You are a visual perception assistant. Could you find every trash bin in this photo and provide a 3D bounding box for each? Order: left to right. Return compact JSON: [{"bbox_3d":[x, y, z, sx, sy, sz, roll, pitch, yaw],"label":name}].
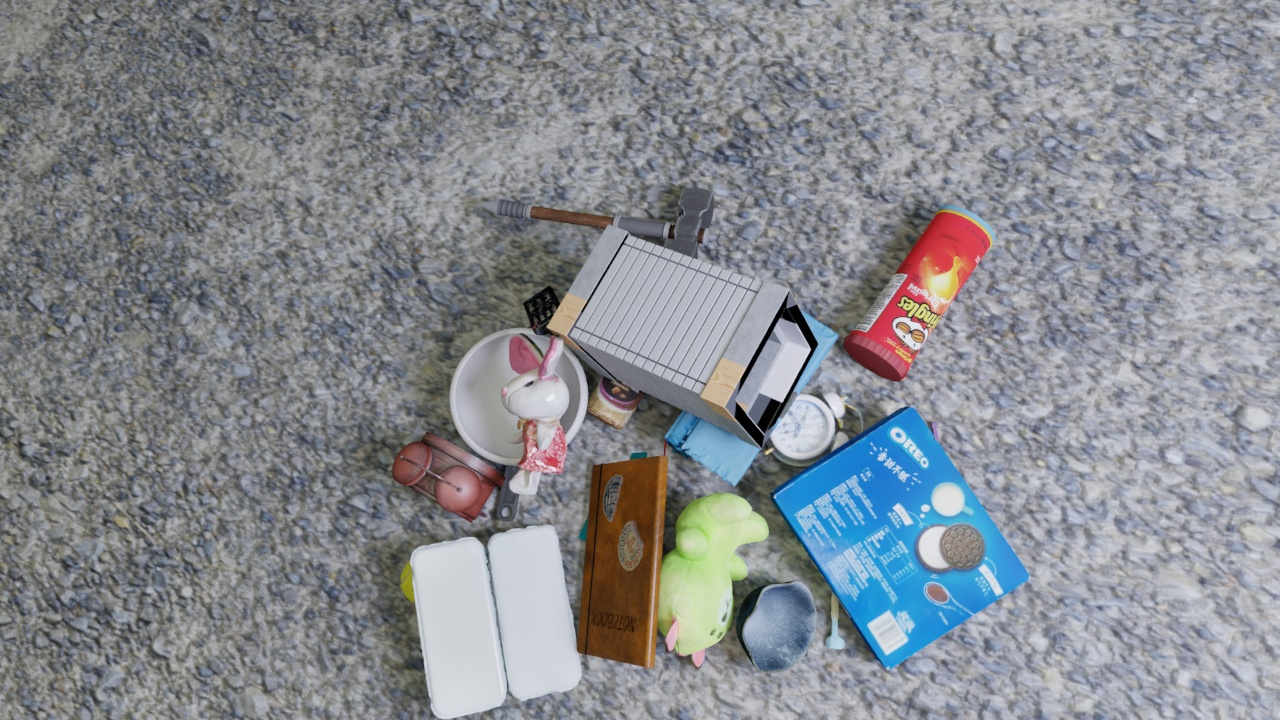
[{"bbox_3d":[0.049,-0.029,1.061,0.247,0.142,0.142,24,79,31],"label":"trash bin"}]

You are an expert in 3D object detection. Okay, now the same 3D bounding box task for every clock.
[{"bbox_3d":[-0.242,0.146,1.150,0.120,0.158,0.072,26,76,15],"label":"clock"},{"bbox_3d":[0.213,0.084,1.138,0.125,0.052,0.088,-7,73,6],"label":"clock"}]

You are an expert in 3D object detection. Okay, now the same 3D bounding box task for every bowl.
[{"bbox_3d":[-0.153,0.050,1.186,0.176,0.066,0.176,-1,79,4],"label":"bowl"},{"bbox_3d":[0.151,0.307,1.078,0.055,0.110,0.110,5,71,57],"label":"bowl"}]

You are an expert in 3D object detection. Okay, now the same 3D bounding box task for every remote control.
[{"bbox_3d":[-0.124,-0.064,1.202,0.047,0.150,0.022,-34,110,0],"label":"remote control"}]

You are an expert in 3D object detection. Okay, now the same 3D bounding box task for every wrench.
[{"bbox_3d":[-0.153,0.079,1.224,0.073,0.018,0.273,8,79,10],"label":"wrench"}]

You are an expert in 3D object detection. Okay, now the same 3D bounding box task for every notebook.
[{"bbox_3d":[-0.026,0.229,1.103,0.014,0.179,0.249,12,74,-30],"label":"notebook"}]

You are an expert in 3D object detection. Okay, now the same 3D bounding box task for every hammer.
[{"bbox_3d":[-0.068,-0.188,1.233,0.322,0.043,0.155,10,55,12],"label":"hammer"}]

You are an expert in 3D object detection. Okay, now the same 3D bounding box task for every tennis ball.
[{"bbox_3d":[-0.272,0.279,1.168,0.065,0.065,0.065,-3,75,10],"label":"tennis ball"}]

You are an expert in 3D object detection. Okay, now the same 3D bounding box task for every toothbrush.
[{"bbox_3d":[0.234,0.266,1.104,0.022,0.016,0.154,-2,74,20],"label":"toothbrush"}]

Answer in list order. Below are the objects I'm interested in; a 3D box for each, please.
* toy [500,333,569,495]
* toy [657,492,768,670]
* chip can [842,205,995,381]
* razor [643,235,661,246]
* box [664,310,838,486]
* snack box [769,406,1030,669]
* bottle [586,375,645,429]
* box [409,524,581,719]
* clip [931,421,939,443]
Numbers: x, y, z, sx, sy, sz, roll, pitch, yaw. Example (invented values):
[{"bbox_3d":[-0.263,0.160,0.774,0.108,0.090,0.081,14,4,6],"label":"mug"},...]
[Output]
[{"bbox_3d":[-0.126,0.062,1.097,0.084,0.159,0.194,1,95,-26],"label":"toy"},{"bbox_3d":[0.070,0.250,1.078,0.107,0.150,0.196,27,80,33],"label":"toy"},{"bbox_3d":[0.346,-0.083,1.137,0.087,0.087,0.213,34,83,17],"label":"chip can"},{"bbox_3d":[0.026,-0.126,1.233,0.088,0.047,0.116,-16,66,6],"label":"razor"},{"bbox_3d":[0.140,0.040,1.141,0.111,0.094,0.231,33,82,15],"label":"box"},{"bbox_3d":[0.296,0.202,1.067,0.195,0.056,0.239,-33,83,0],"label":"snack box"},{"bbox_3d":[-0.007,0.007,1.192,0.060,0.059,0.166,29,82,16],"label":"bottle"},{"bbox_3d":[-0.177,0.316,1.125,0.191,0.045,0.209,-7,78,-13],"label":"box"},{"bbox_3d":[0.361,0.097,1.126,0.043,0.014,0.051,-41,69,-4],"label":"clip"}]
